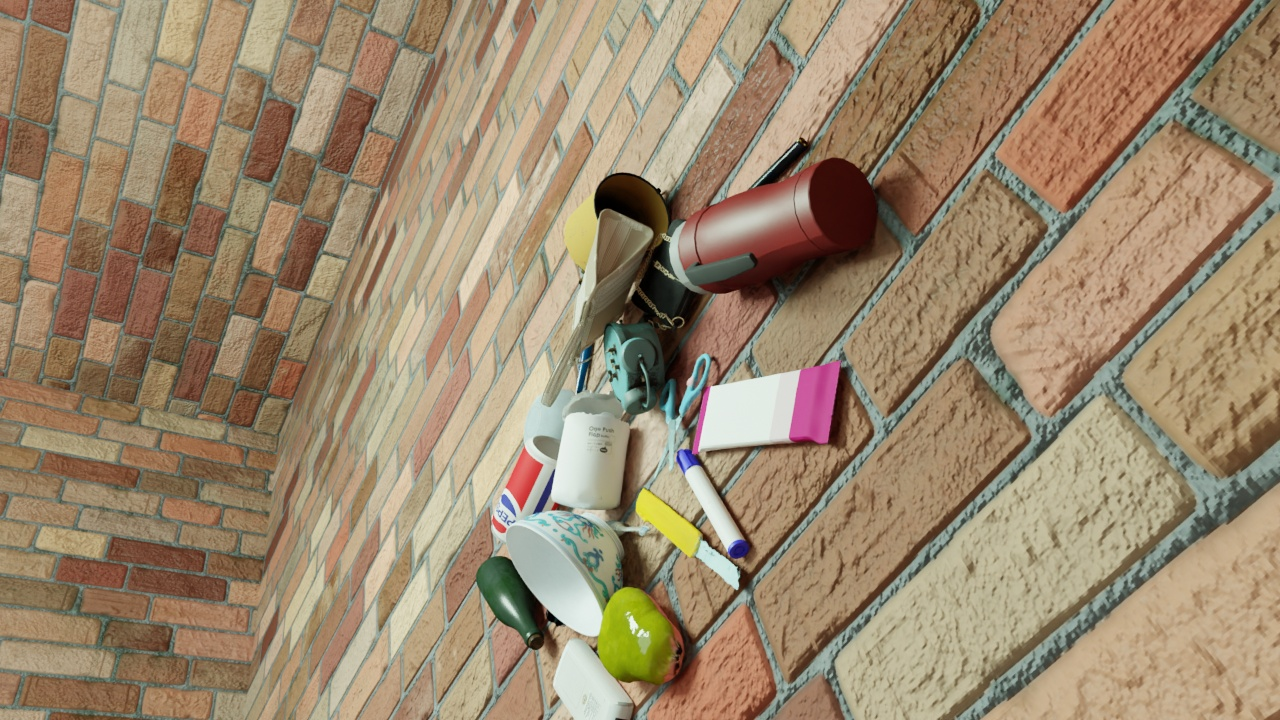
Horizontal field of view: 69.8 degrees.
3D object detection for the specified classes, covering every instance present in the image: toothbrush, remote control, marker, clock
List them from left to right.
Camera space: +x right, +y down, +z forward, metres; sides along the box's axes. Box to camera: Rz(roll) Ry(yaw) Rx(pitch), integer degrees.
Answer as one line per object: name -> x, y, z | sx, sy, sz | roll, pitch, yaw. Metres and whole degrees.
toothbrush -> -0.075, 0.023, 1.171 | 0.014, 0.014, 0.167 | -11, 64, 48
remote control -> -0.051, 0.341, 0.936 | 0.138, 0.025, 0.060 | 27, 100, 60
toothbrush -> -0.035, 0.186, 0.999 | 0.024, 0.022, 0.186 | -46, 13, -30
clock -> -0.006, 0.006, 0.979 | 0.124, 0.053, 0.090 | -126, 29, -58
marker -> 0.064, 0.128, 0.845 | 0.020, 0.020, 0.141 | -63, 29, 20

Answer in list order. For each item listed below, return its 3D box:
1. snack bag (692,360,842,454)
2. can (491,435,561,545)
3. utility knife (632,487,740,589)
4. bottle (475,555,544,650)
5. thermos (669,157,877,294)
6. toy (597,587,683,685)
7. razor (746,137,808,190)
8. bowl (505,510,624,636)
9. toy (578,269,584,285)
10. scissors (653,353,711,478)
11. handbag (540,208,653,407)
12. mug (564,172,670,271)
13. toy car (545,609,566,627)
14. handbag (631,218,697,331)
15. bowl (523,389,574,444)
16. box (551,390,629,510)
snack bag -> 0.107, 0.046, 0.814 | 0.197, 0.016, 0.070 | -16, 57, 59
can -> -0.133, 0.164, 1.141 | 0.132, 0.070, 0.070 | -64, 28, 18
utility knife -> 0.039, 0.167, 0.873 | 0.224, 0.019, 0.030 | -152, 74, -67
bottle -> -0.154, 0.301, 1.123 | 0.174, 0.055, 0.055 | 32, 104, 61
thermos -> 0.104, -0.107, 0.817 | 0.107, 0.084, 0.199 | -44, 16, -29
toy -> -0.001, 0.264, 0.857 | 0.110, 0.051, 0.090 | 13, 89, 60
razor -> 0.116, -0.175, 0.919 | 0.145, 0.042, 0.022 | -35, 89, 46
bowl -> -0.065, 0.207, 0.960 | 0.074, 0.144, 0.144 | -38, 8, -33
toy -> -0.055, -0.125, 1.170 | 0.076, 0.062, 0.099 | -4, 51, 24
scissors -> 0.030, 0.058, 0.935 | 0.140, 0.015, 0.111 | -64, 19, -12
handbag -> -0.065, -0.037, 1.013 | 0.176, 0.062, 0.197 | 115, 180, -62
mug -> -0.024, -0.165, 1.105 | 0.123, 0.100, 0.094 | -45, 8, -33
toy car -> -0.091, 0.252, 1.052 | 0.046, 0.034, 0.112 | -58, 30, 26
handbag -> 0.042, -0.091, 0.988 | 0.079, 0.054, 0.129 | 47, 114, 47
bowl -> -0.124, 0.085, 1.203 | 0.107, 0.039, 0.106 | -39, 42, 48
box -> -0.055, 0.097, 1.027 | 0.089, 0.080, 0.143 | 138, 143, -68
